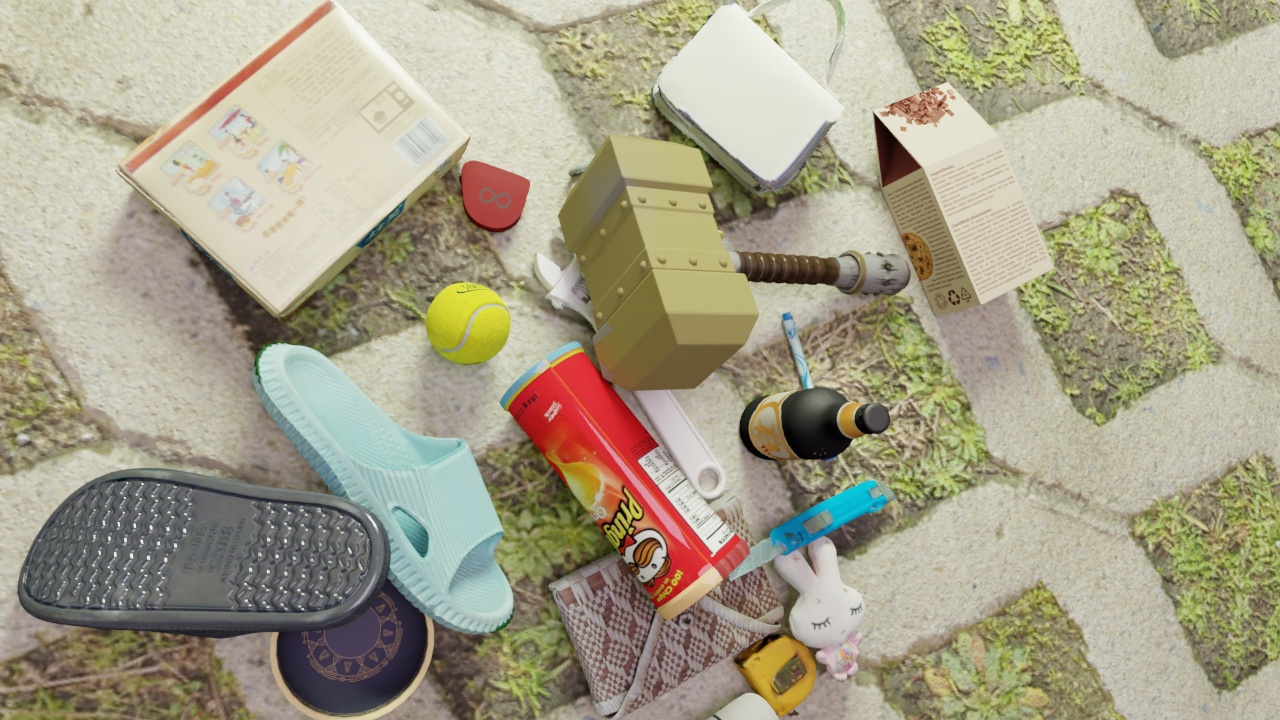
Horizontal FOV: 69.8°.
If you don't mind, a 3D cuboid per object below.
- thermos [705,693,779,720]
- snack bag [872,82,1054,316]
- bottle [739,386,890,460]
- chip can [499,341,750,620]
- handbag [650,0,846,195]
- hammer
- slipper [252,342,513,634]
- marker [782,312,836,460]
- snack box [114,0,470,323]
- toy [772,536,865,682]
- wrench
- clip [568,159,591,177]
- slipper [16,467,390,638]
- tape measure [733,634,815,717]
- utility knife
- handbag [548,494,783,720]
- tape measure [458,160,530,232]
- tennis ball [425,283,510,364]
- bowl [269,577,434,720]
[{"bbox_3d":[0.018,0.351,0.746,0.223,0.052,0.052,-29,93,-19],"label":"thermos"},{"bbox_3d":[0.301,-0.160,0.886,0.094,0.070,0.206,-24,92,-19],"label":"snack bag"},{"bbox_3d":[0.144,0.052,0.751,0.059,0.182,0.059,2,83,-18],"label":"bottle"},{"bbox_3d":[-0.014,0.092,0.722,0.087,0.087,0.213,-37,82,-18],"label":"chip can"},{"bbox_3d":[0.115,-0.257,0.824,0.151,0.074,0.176,39,93,-8],"label":"handbag"},{"bbox_3d":[0.111,-0.079,0.791,0.324,0.101,0.190,-1,62,-32],"label":"hammer"},{"bbox_3d":[-0.177,0.086,0.682,0.070,0.115,0.276,-38,93,17],"label":"slipper"},{"bbox_3d":[0.155,0.024,0.848,0.013,0.013,0.142,-17,89,-19],"label":"marker"},{"bbox_3d":[-0.260,-0.154,0.709,0.153,0.055,0.207,45,73,-9],"label":"snack box"},{"bbox_3d":[0.163,0.218,0.804,0.075,0.037,0.125,-10,77,-30],"label":"toy"},{"bbox_3d":[-0.005,0.005,0.796,0.066,0.018,0.273,-35,96,-19],"label":"wrench"},{"bbox_3d":[-0.026,-0.168,0.805,0.075,0.023,0.043,-28,92,-21],"label":"clip"},{"bbox_3d":[-0.292,0.139,0.639,0.268,0.083,0.110,1,65,10],"label":"slipper"},{"bbox_3d":[0.124,0.272,0.802,0.058,0.030,0.068,-35,96,-16],"label":"tape measure"},{"bbox_3d":[0.153,0.147,0.812,0.206,0.015,0.031,-21,67,-31],"label":"utility knife"},{"bbox_3d":[0.028,0.205,0.769,0.185,0.047,0.124,-23,92,-20],"label":"handbag"},{"bbox_3d":[-0.127,-0.136,0.770,0.059,0.019,0.051,18,81,-8],"label":"tape measure"},{"bbox_3d":[-0.137,-0.029,0.730,0.065,0.065,0.065,2,83,-18],"label":"tennis ball"},{"bbox_3d":[-0.213,0.204,0.681,0.112,0.061,0.112,2,83,-18],"label":"bowl"}]
